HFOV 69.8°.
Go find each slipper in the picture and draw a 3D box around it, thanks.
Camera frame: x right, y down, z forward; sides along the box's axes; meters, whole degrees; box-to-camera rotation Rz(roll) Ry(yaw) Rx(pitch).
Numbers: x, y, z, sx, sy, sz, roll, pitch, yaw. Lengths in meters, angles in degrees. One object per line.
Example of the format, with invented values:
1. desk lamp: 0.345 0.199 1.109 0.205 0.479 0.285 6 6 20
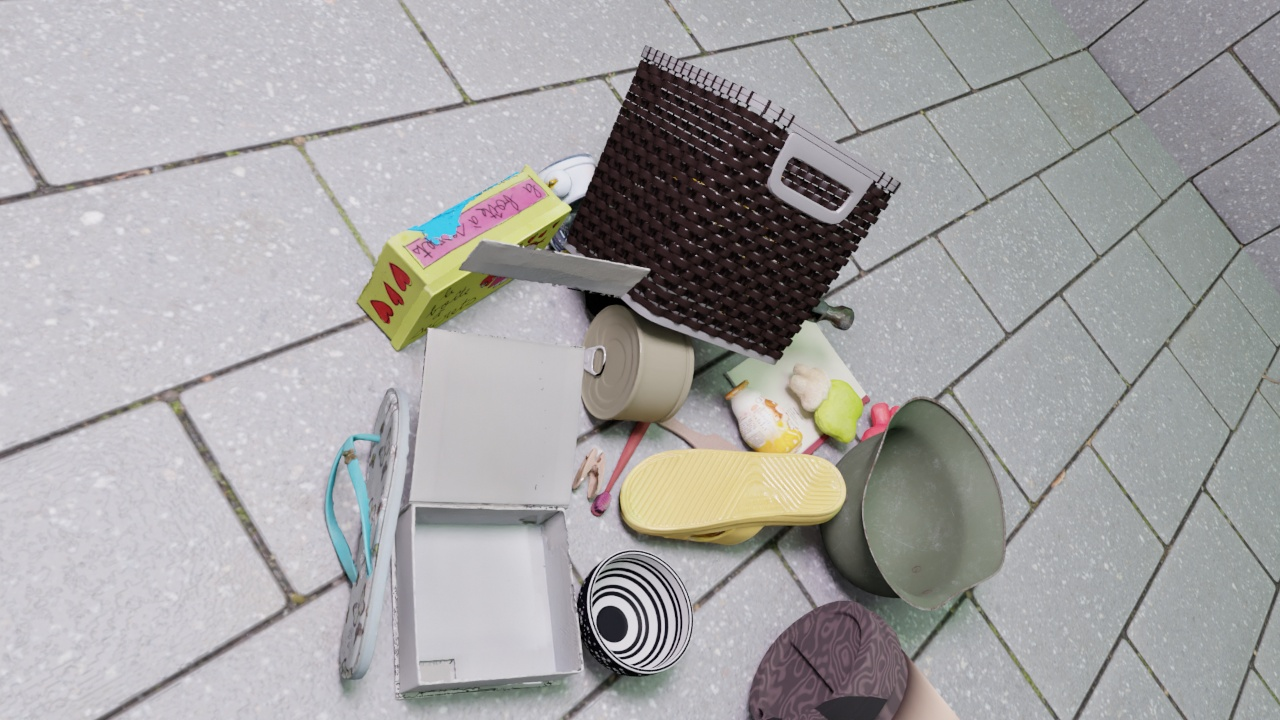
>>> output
1. slipper: -0.244 0.137 0.803 0.054 0.098 0.268 16 56 -28
2. slipper: 0.101 0.156 1.042 0.263 0.079 0.099 -1 60 -12

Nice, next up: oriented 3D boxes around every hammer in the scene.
1. hammer: 0.198 -0.182 1.254 0.132 0.033 0.329 14 46 -22

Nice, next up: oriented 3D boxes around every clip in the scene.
1. clip: -0.047 0.125 0.998 0.045 0.025 0.060 38 44 -10

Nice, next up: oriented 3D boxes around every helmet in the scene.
1. helmet: 0.306 0.189 1.115 0.227 0.154 0.266 48 44 -11

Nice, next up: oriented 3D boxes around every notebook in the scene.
1. notebook: 0.219 0.037 1.246 0.208 0.012 0.153 -31 84 -42

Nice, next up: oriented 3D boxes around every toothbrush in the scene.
1. toothbrush: -0.011 0.101 1.042 0.016 0.017 0.189 37 48 -8

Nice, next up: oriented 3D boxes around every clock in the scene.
1. clock: -0.097 -0.212 1.130 0.117 0.083 0.057 -21 83 -42

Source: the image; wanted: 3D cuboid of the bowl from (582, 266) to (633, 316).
1. bowl: -0.027 -0.071 1.097 0.124 0.052 0.124 27 14 -7

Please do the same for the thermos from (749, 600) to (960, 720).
1. thermos: 0.248 0.387 0.955 0.226 0.173 0.172 46 47 -11

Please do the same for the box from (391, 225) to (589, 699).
1. box: -0.140 0.097 0.872 0.166 0.109 0.418 7 75 -32

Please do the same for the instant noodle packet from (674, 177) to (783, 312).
1. instant noodle packet: 0.141 -0.179 1.287 0.162 0.084 0.221 -8 62 -38

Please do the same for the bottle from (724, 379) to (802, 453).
1. bottle: 0.151 0.076 1.139 0.109 0.063 0.063 51 47 2

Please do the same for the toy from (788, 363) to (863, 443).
1. toy: 0.244 0.052 1.218 0.118 0.043 0.092 37 51 -8

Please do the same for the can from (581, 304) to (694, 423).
1. can: -0.006 0.006 1.029 0.073 0.128 0.127 8 59 -33

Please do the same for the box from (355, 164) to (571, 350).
1. box: -0.186 -0.111 0.980 0.079 0.125 0.220 46 46 0

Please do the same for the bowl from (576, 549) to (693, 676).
1. bowl: -0.015 0.255 0.911 0.120 0.067 0.120 17 55 -26

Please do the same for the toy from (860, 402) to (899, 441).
1. toy: 0.341 0.120 1.257 0.091 0.045 0.135 26 57 -22

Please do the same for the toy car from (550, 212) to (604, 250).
1. toy car: -0.072 -0.161 1.148 0.105 0.033 0.048 -21 75 -39

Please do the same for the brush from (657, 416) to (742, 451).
1. brush: 0.073 0.103 1.105 0.135 0.015 0.049 33 48 -7

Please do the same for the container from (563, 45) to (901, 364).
1. container: 0.090 -0.170 1.049 0.247 0.244 0.245 18 18 -39
